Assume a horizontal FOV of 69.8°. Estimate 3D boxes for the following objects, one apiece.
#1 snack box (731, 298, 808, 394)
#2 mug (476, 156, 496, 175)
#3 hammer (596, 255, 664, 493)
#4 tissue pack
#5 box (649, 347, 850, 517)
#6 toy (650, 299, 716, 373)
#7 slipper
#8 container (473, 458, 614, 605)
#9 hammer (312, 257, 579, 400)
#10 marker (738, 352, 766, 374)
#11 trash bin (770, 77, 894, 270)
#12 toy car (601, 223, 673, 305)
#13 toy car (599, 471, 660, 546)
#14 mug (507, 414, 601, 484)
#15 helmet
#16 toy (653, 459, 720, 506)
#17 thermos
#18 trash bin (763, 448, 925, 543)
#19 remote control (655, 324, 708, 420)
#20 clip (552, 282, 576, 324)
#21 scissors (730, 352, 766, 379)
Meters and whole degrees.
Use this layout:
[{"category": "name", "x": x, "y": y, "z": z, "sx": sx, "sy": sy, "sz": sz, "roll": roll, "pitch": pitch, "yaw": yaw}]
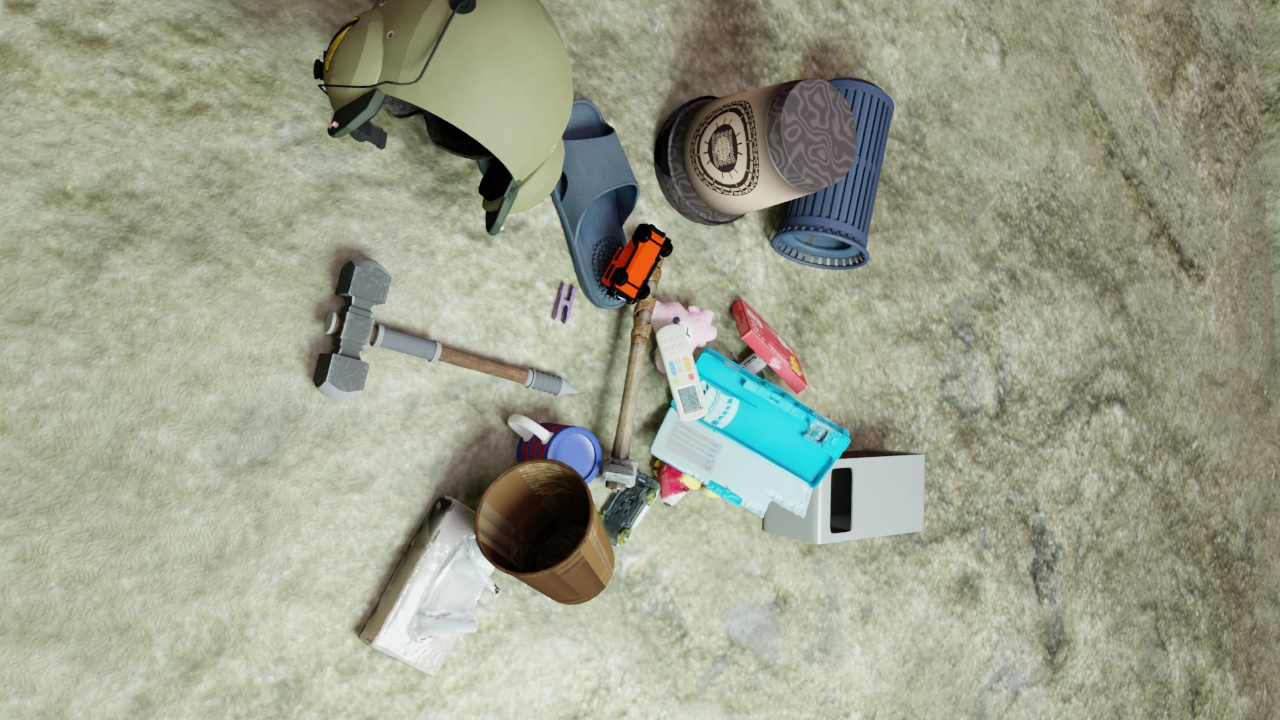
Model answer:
[{"category": "snack box", "x": 0.183, "y": -0.021, "z": 1.297, "sx": 0.021, "sy": 0.089, "sz": 0.133, "roll": -37, "pitch": 119, "yaw": 19}, {"category": "mug", "x": -0.151, "y": -0.261, "z": 1.075, "sx": 0.077, "sy": 0.071, "sz": 0.105, "roll": -23, "pitch": 76, "yaw": -33}, {"category": "hammer", "x": -0.007, "y": 0.007, "z": 1.148, "sx": 0.049, "sy": 0.121, "sz": 0.318, "roll": 10, "pitch": 79, "yaw": -1}, {"category": "tissue pack", "x": -0.220, "y": 0.254, "z": 1.030, "sx": 0.104, "sy": 0.071, "sz": 0.181, "roll": 39, "pitch": 66, "yaw": -28}, {"category": "box", "x": 0.141, "y": 0.108, "z": 1.215, "sx": 0.227, "sy": 0.083, "sz": 0.172, "roll": 31, "pitch": 80, "yaw": -1}, {"category": "toy", "x": 0.055, "y": -0.039, "z": 1.217, "sx": 0.096, "sy": 0.053, "sz": 0.099, "roll": -14, "pitch": 99, "yaw": -8}, {"category": "slipper", "x": -0.048, "y": -0.192, "z": 1.132, "sx": 0.101, "sy": 0.083, "sz": 0.264, "roll": -18, "pitch": 102, "yaw": -33}, {"category": "container", "x": -0.097, "y": 0.205, "z": 1.044, "sx": 0.132, "sy": 0.132, "sz": 0.167, "roll": -58, "pitch": 154, "yaw": -20}, {"category": "hammer", "x": -0.203, "y": -0.001, "z": 1.056, "sx": 0.321, "sy": 0.043, "sz": 0.156, "roll": 18, "pitch": 80, "yaw": -36}, {"category": "marker", "x": 0.126, "y": 0.030, "z": 1.281, "sx": 0.125, "sy": 0.025, "sz": 0.025, "roll": -36, "pitch": 110, "yaw": -21}, {"category": "trash bin", "x": 0.283, "y": -0.272, "z": 1.328, "sx": 0.139, "sy": 0.139, "sz": 0.249, "roll": 21, "pitch": 77, "yaw": -33}, {"category": "toy car", "x": -0.007, "y": -0.119, "z": 1.121, "sx": 0.051, "sy": 0.049, "sz": 0.100, "roll": 27, "pitch": 92, "yaw": -44}, {"category": "toy car", "x": -0.017, "y": 0.192, "z": 1.181, "sx": 0.105, "sy": 0.048, "sz": 0.033, "roll": -53, "pitch": 151, "yaw": -23}, {"category": "mug", "x": -0.110, "y": 0.102, "z": 1.095, "sx": 0.112, "sy": 0.076, "sz": 0.074, "roll": 46, "pitch": 66, "yaw": -26}, {"category": "helmet", "x": -0.183, "y": -0.268, "z": 0.917, "sx": 0.250, "sy": 0.256, "sz": 0.232, "roll": 30, "pitch": 78, "yaw": -30}, {"category": "toy", "x": 0.077, "y": 0.140, "z": 1.237, "sx": 0.137, "sy": 0.067, "sz": 0.105, "roll": -11, "pitch": 88, "yaw": -42}, {"category": "thermos", "x": 0.148, "y": -0.270, "z": 1.178, "sx": 0.172, "sy": 0.227, "sz": 0.172, "roll": 0, "pitch": 90, "yaw": -35}, {"category": "trash bin", "x": 0.303, "y": 0.195, "z": 1.359, "sx": 0.228, "sy": 0.115, "sz": 0.114, "roll": 2, "pitch": 89, "yaw": -35}, {"category": "remote control", "x": 0.052, "y": 0.015, "z": 1.173, "sx": 0.038, "sy": 0.018, "sz": 0.125, "roll": -16, "pitch": 86, "yaw": -6}, {"category": "clip", "x": -0.092, "y": -0.071, "z": 1.145, "sx": 0.037, "sy": 0.013, "sz": 0.053, "roll": 3, "pitch": 86, "yaw": -36}, {"category": "scissors", "x": 0.154, "y": 0.072, "z": 1.316, "sx": 0.090, "sy": 0.014, "sz": 0.171, "roll": 12, "pitch": 82, "yaw": -33}]
